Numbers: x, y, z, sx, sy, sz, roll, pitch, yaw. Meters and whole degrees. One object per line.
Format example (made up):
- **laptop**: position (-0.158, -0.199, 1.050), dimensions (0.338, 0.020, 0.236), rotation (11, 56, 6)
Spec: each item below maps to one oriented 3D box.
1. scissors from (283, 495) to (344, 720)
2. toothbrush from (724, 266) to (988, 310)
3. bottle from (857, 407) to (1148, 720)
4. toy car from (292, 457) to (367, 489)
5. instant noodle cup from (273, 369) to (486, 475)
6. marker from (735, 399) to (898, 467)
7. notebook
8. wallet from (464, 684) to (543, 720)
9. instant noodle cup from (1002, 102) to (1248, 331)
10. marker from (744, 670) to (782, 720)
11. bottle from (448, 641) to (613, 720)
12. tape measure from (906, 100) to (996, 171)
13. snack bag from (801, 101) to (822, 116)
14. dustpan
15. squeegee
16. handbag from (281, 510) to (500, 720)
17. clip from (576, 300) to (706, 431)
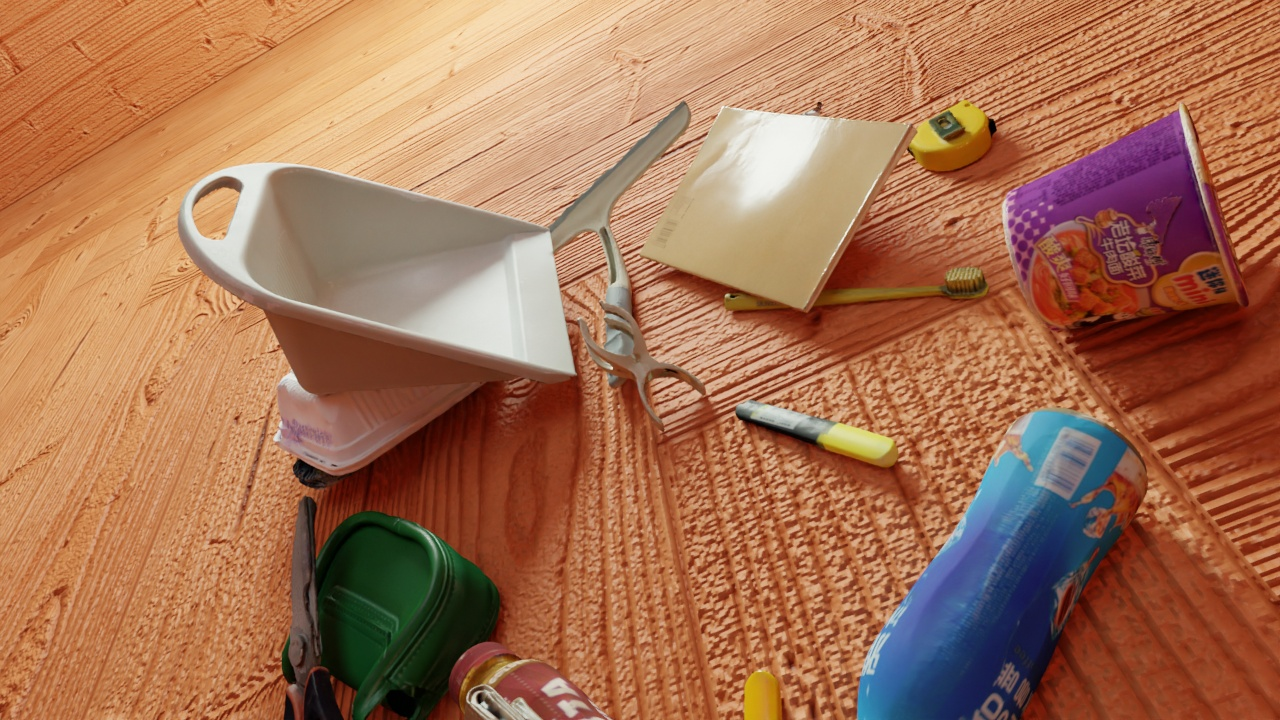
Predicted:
- **scissors**: position (-0.185, 0.179, 0.530), dimensions (0.177, 0.015, 0.210), rotation (15, 90, 46)
- **toothbrush**: position (0.141, -0.048, 0.635), dimensions (0.190, 0.016, 0.015), rotation (-1, 46, 36)
- **bottle**: position (0.145, 0.118, 0.399), dimensions (0.065, 0.065, 0.218), rotation (17, 60, 47)
- **toy car**: position (-0.241, 0.072, 0.772), dimensions (0.049, 0.031, 0.105), rotation (11, 41, 42)
- **instant noodle cup**: position (-0.219, 0.014, 0.766), dimensions (0.138, 0.060, 0.173), rotation (11, 41, 45)
- **marker**: position (0.104, 0.043, 0.561), dimensions (0.018, 0.015, 0.124), rotation (-48, 35, -21)
- **notebook**: position (0.093, -0.125, 0.706), dimensions (0.212, 0.012, 0.149), rotation (27, 86, 53)
- **wallet**: position (-0.050, 0.212, 0.401), dimensions (0.033, 0.115, 0.090), rotation (-10, 21, -41)
- **instant noodle cup**: position (0.260, -0.067, 0.499), dimensions (0.099, 0.111, 0.111), rotation (-19, 37, 33)
- **marker**: position (0.057, 0.201, 0.413), dimensions (0.018, 0.015, 0.123), rotation (-18, 41, 23)
- **bottle**: position (-0.036, 0.195, 0.452), dimensions (0.057, 0.057, 0.175), rotation (-48, 38, -19)
- **tape measure**: position (0.236, -0.171, 0.696), dimensions (0.060, 0.029, 0.057), rotation (-29, 37, 7)
- **snack bag**: position (0.136, -0.182, 0.785), dimensions (0.045, 0.026, 0.105), rotation (-42, 24, 43)
- **dustpan**: position (-0.198, -0.083, 0.707), dimensions (0.257, 0.143, 0.222), rotation (-11, 40, -4)
- **squeegee**: position (-0.022, -0.061, 0.758), dimensions (0.247, 0.039, 0.246), rotation (-39, 38, 25)
- **handbag**: position (-0.161, 0.164, 0.575), dimensions (0.131, 0.068, 0.120), rotation (7, 57, 41)
- **clip**: position (-0.002, 0.001, 0.645), dimensions (0.076, 0.035, 0.100), rotation (-39, 66, -12)
